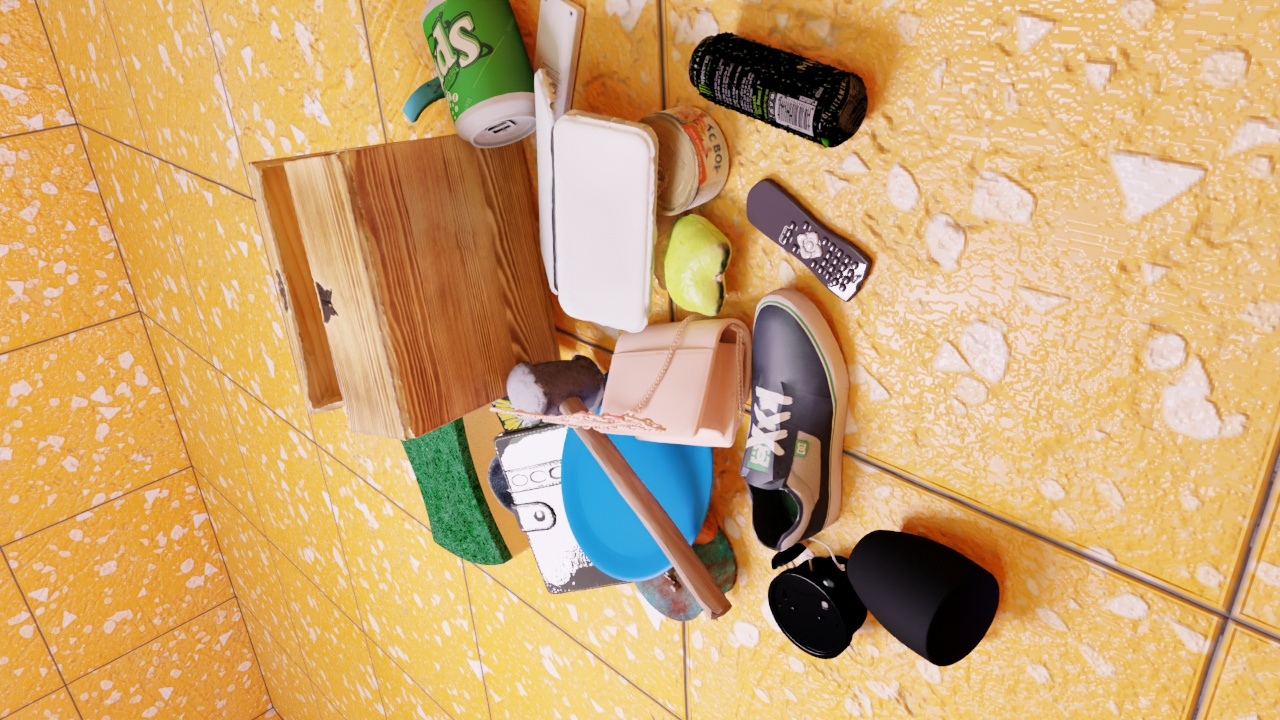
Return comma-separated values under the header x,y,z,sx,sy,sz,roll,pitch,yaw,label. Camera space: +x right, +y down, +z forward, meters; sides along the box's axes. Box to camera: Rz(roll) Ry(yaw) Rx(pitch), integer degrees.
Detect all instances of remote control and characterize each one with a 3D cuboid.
x,y,z,sx,sy,sz,roll,pitch,yaw,label
0.130,-0.099,0.734,0.124,0.009,0.047,45,139,23,remote control
-0.082,-0.278,0.876,0.050,0.011,0.136,40,137,27,remote control

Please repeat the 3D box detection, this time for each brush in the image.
x,y,z,sx,sy,sz,roll,pitch,yaw,label
-0.245,0.152,1.272,0.195,0.075,0.250,0,111,50,brush

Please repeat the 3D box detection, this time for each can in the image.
x,y,z,sx,sy,sz,roll,pitch,yaw,label
-0.151,-0.283,0.879,0.088,0.087,0.140,-24,84,53,can
0.099,-0.200,0.674,0.138,0.053,0.054,33,133,34,can
0.031,-0.170,0.782,0.086,0.043,0.086,27,130,38,can

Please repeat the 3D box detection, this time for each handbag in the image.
x,y,z,sx,sy,sz,roll,pitch,yaw,label
-0.005,0.006,0.812,0.199,0.187,0.116,-1,77,54,handbag

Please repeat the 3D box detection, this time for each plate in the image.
x,y,z,sx,sy,sz,roll,pitch,yaw,label
-0.003,0.114,0.951,0.225,0.024,0.224,-10,77,45,plate

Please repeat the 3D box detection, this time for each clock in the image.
x,y,z,sx,sy,sz,roll,pitch,yaw,label
0.035,0.200,0.974,0.121,0.073,0.158,14,120,45,clock
0.165,0.217,0.854,0.091,0.042,0.121,7,116,48,clock

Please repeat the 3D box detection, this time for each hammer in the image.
x,y,z,sx,sy,sz,roll,pitch,yaw,label
-0.016,0.114,0.898,0.328,0.097,0.052,50,128,29,hammer

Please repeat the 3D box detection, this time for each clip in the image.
x,y,z,sx,sy,sz,roll,pitch,yaw,label
-0.193,-0.284,0.974,0.033,0.121,0.119,51,175,17,clip

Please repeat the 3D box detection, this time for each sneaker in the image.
x,y,z,sx,sy,sz,roll,pitch,yaw,label
0.121,0.058,0.781,0.084,0.078,0.235,17,123,45,sneaker

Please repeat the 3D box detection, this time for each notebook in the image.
x,y,z,sx,sy,sz,roll,pitch,yaw,label
-0.074,0.169,1.069,0.170,0.029,0.209,-14,99,24,notebook

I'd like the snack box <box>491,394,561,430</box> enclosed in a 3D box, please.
x,y,z,sx,sy,sz,roll,pitch,yaw,label
-0.129,0.057,1.121,0.148,0.025,0.080,-23,93,53,snack box

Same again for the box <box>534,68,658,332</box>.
x,y,z,sx,sy,sz,roll,pitch,yaw,label
-0.056,-0.139,0.829,0.186,0.084,0.211,36,140,30,box

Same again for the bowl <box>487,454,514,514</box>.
x,y,z,sx,sy,sz,roll,pitch,yaw,label
-0.132,0.148,1.144,0.110,0.055,0.110,15,128,20,bowl

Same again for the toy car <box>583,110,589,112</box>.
x,y,z,sx,sy,sz,roll,pitch,yaw,label
-0.065,-0.197,0.889,0.049,0.030,0.107,57,146,6,toy car

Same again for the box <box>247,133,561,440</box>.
x,y,z,sx,sy,sz,roll,pitch,yaw,label
-0.244,-0.096,0.984,0.221,0.257,0.279,2,109,40,box

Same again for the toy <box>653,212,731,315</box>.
x,y,z,sx,sy,sz,roll,pitch,yaw,label
0.037,-0.093,0.820,0.115,0.046,0.092,36,137,41,toy

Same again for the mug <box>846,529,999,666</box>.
x,y,z,sx,sy,sz,roll,pitch,yaw,label
0.228,0.192,0.747,0.100,0.084,0.119,31,164,52,mug
